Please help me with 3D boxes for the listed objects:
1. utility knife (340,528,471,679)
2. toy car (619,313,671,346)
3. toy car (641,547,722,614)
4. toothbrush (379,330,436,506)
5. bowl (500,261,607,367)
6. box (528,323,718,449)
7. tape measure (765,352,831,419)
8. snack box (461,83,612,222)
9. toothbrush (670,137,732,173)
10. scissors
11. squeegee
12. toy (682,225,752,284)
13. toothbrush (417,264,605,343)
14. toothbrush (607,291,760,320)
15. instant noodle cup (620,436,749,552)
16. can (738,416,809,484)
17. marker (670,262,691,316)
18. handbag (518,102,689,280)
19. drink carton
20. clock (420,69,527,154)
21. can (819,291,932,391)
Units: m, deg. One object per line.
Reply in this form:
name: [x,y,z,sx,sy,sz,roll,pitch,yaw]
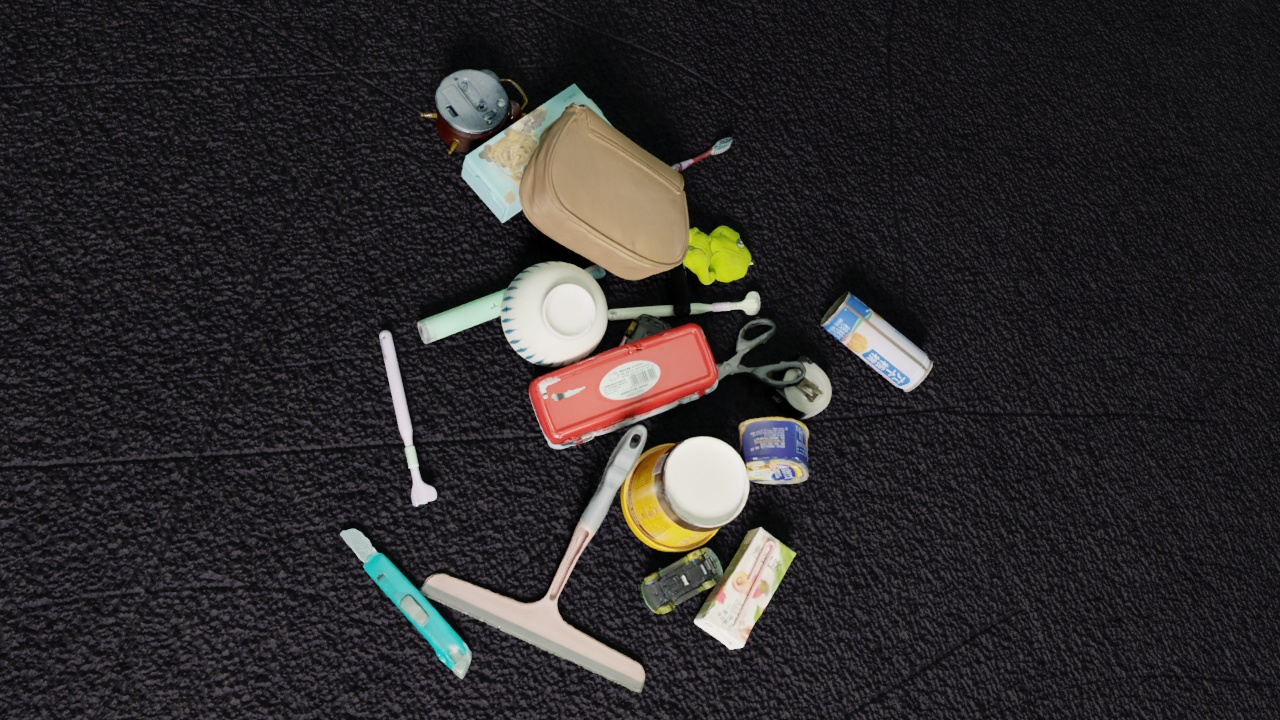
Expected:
utility knife: [-0.229,0.236,0.901,0.029,0.013,0.186,-42,88,-12]
toy car: [-0.006,0.006,1.027,0.056,0.037,0.122,27,80,0]
toy car: [0.042,0.233,0.970,0.091,0.036,0.043,-23,82,-23]
toothbrush: [-0.244,0.056,0.949,0.029,0.021,0.189,-19,77,12]
bowl: [-0.086,-0.051,0.986,0.116,0.066,0.116,0,89,-23]
box: [-0.017,0.028,0.989,0.201,0.047,0.086,-20,85,-8]
tape measure: [0.190,0.034,1.077,0.066,0.034,0.065,41,68,-1]
snack box: [-0.117,-0.240,1.059,0.174,0.052,0.074,-41,88,-23]
toothbrush: [0.040,-0.234,1.123,0.187,0.017,0.016,-30,83,-23]
scissors: [0.106,0.005,1.054,0.178,0.014,0.159,15,53,9]
squeegee: [-0.055,0.174,0.933,0.247,0.040,0.249,27,94,-5]
toy: [0.091,-0.124,1.088,0.100,0.031,0.096,22,57,-27]
toothbrush: [-0.139,-0.069,1.015,0.224,0.026,0.027,-23,97,-22]
toothbrush: [0.051,-0.060,1.073,0.189,0.020,0.029,-6,108,-17]
instant noodle cup: [0.050,0.136,0.960,0.118,0.115,0.118,5,72,-15]
can: [0.144,0.099,0.987,0.075,0.148,0.049,-3,74,12]
marker: [0.042,-0.112,1.074,0.022,0.020,0.131,-4,64,-2]
handbag: [-0.038,-0.180,1.019,0.204,0.100,0.147,28,65,-36]
drink carton: [0.114,0.243,0.984,0.053,0.046,0.122,37,67,-2]
clock: [-0.185,-0.289,1.053,0.121,0.055,0.082,-35,85,-24]
can: [0.286,-0.022,1.112,0.134,0.053,0.053,39,67,-2]
